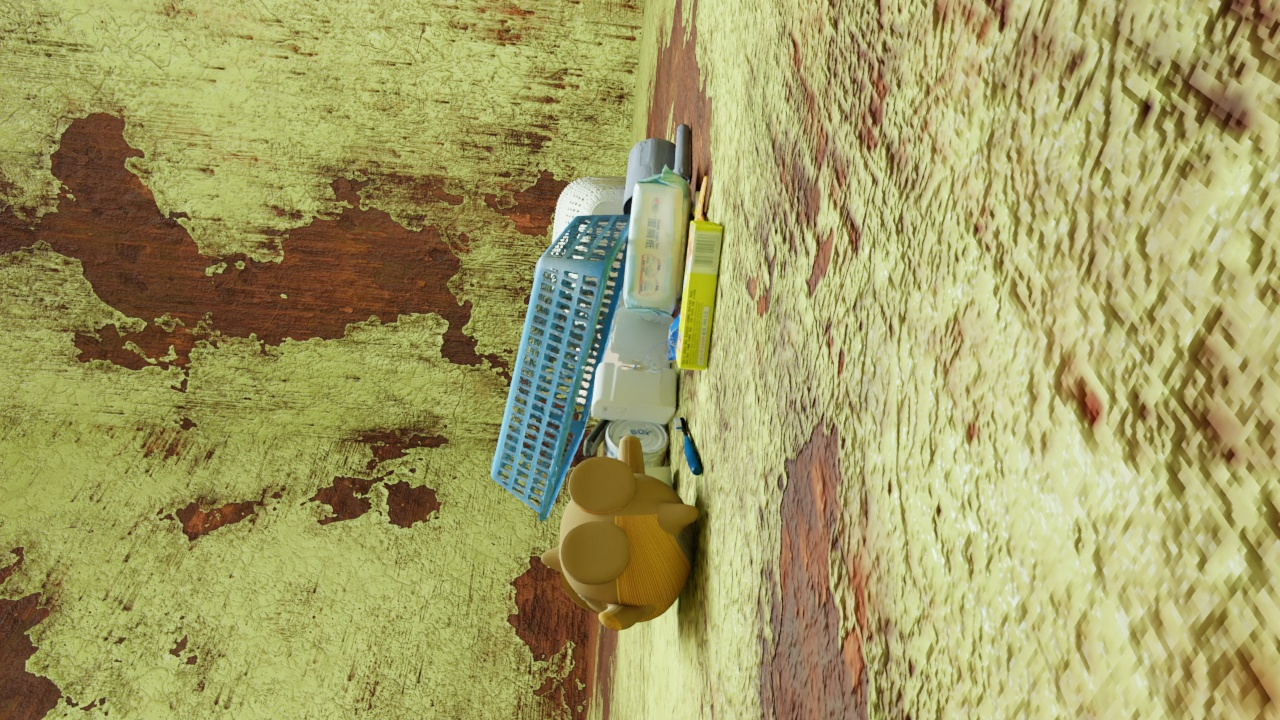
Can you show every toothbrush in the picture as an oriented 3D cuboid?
[{"bbox_3d":[0.050,0.090,0.985,0.167,0.014,0.014,-101,5,-76],"label":"toothbrush"}]

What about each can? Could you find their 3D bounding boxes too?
[{"bbox_3d":[-0.007,0.114,1.225,0.086,0.086,0.043,-91,9,-55],"label":"can"}]

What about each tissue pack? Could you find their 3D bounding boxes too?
[{"bbox_3d":[0.026,-0.146,1.117,0.112,0.070,0.182,-47,-36,-75],"label":"tissue pack"}]

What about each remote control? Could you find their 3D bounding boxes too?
[{"bbox_3d":[-0.041,0.079,1.252,0.136,0.013,0.033,-54,-19,-43],"label":"remote control"}]

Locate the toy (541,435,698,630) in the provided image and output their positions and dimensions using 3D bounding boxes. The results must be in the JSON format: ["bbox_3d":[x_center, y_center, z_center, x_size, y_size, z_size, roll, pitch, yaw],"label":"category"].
[{"bbox_3d":[-0.020,0.200,0.943,0.204,0.162,0.198,82,-169,-56],"label":"toy"}]

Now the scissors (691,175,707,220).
[{"bbox_3d":[0.067,-0.161,1.046,0.126,0.011,0.127,98,174,-45],"label":"scissors"}]

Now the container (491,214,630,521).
[{"bbox_3d":[-0.099,-0.009,1.184,0.256,0.089,0.363,-70,-3,-66],"label":"container"}]

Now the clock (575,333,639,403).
[{"bbox_3d":[-0.046,0.003,1.561,0.086,0.131,0.161,-98,13,-72],"label":"clock"}]

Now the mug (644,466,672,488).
[{"bbox_3d":[0.013,0.180,1.126,0.107,0.071,0.089,21,-118,-66],"label":"mug"}]

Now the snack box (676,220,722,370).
[{"bbox_3d":[0.059,-0.065,0.928,0.040,0.029,0.148,-101,16,-76],"label":"snack box"}]

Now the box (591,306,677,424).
[{"bbox_3d":[-0.005,0.001,1.189,0.126,0.108,0.136,106,167,-71],"label":"box"}]

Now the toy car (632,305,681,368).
[{"bbox_3d":[0.027,-0.027,1.095,0.033,0.062,0.092,-93,9,-61],"label":"toy car"}]

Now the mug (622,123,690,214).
[{"bbox_3d":[0.030,-0.255,1.270,0.124,0.083,0.103,-42,35,48],"label":"mug"}]

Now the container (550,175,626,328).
[{"bbox_3d":[-0.039,-0.157,1.402,0.143,0.184,0.246,-139,52,-72],"label":"container"}]

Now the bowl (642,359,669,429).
[{"bbox_3d":[0.012,0.056,1.322,0.149,0.043,0.149,-178,92,-86],"label":"bowl"}]
